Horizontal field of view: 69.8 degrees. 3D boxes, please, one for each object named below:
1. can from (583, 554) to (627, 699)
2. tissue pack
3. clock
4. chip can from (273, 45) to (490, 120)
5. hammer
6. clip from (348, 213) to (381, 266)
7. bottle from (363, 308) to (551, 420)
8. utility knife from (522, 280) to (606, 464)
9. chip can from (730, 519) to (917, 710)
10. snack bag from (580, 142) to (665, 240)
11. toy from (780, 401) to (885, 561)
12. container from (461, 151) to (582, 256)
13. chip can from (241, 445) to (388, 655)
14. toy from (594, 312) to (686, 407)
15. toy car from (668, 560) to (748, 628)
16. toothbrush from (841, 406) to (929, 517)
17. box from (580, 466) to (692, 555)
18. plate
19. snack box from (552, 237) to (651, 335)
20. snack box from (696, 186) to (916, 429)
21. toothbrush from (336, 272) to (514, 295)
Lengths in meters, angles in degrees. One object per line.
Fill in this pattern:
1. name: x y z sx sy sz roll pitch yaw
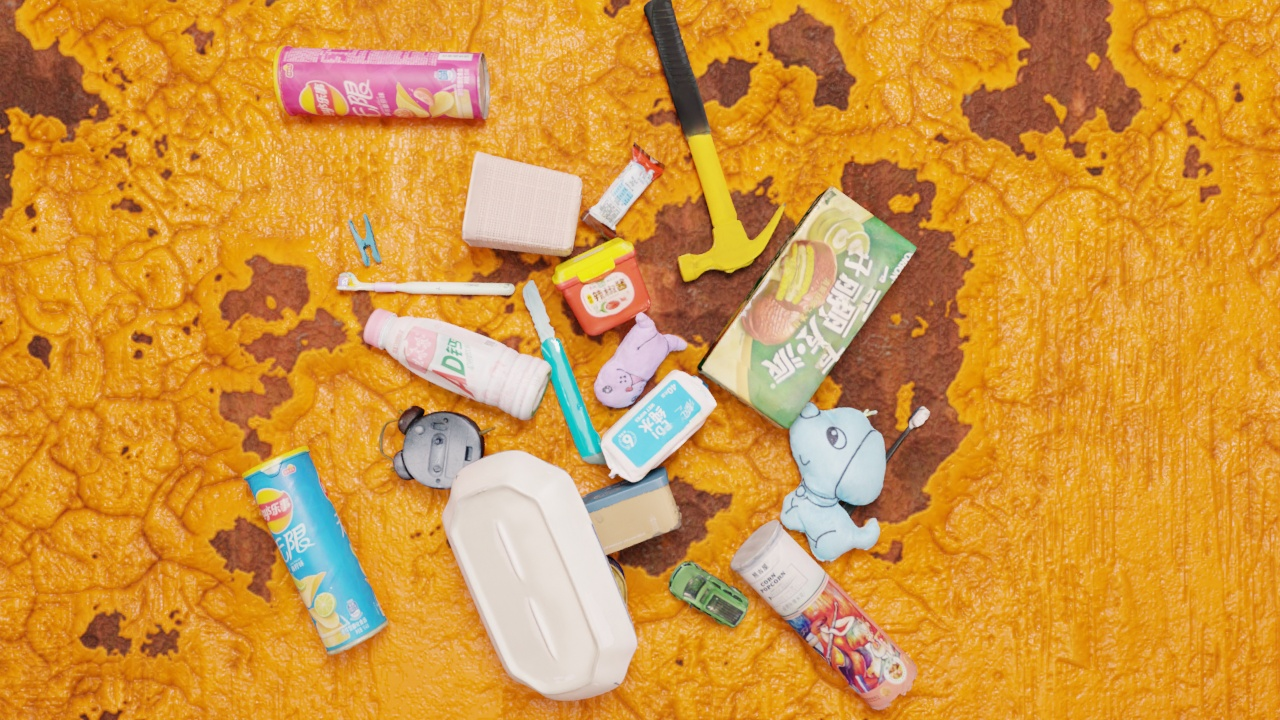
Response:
1. can: -0.055 0.283 0.984 0.074 0.049 0.148 12 91 -1
2. tissue pack: 0.017 0.069 0.962 0.140 0.090 0.063 -43 90 -1
3. clock: -0.219 0.091 0.977 0.122 0.055 0.082 7 91 0
4. chip can: -0.268 -0.290 0.963 0.210 0.071 0.071 2 91 -1
5. hammer: 0.063 -0.241 0.987 0.129 0.033 0.300 -18 91 -1
6. clip: -0.297 -0.130 0.994 0.042 0.014 0.056 -21 92 0
7. bottle: -0.195 -0.002 0.973 0.197 0.068 0.068 22 90 3
8. utility knife: -0.084 0.015 0.998 0.029 0.013 0.216 -20 93 0
9. chip can: 0.195 0.271 0.977 0.071 0.071 0.214 -45 92 0
10. snack bag: -0.018 -0.182 0.989 0.048 0.026 0.104 35 91 -21
11. toy: 0.210 0.123 0.983 0.161 0.050 0.156 45 92 4
12. container: -0.121 -0.157 0.959 0.111 0.090 0.090 10 90 -4
13. chip can: -0.342 0.199 0.969 0.071 0.071 0.210 -25 91 0
14. toy: -0.006 0.006 0.979 0.083 0.039 0.108 28 101 -42
15. toy car: 0.074 0.254 0.993 0.091 0.036 0.043 31 92 3
16. toothbrush: 0.258 0.123 1.003 0.015 0.018 0.181 38 92 -5
17. box: -0.037 0.167 0.963 0.184 0.090 0.061 -22 91 -1
18. plate: -0.108 0.220 0.906 0.162 0.034 0.265 -20 93 22
19. snack box: -0.038 -0.077 0.969 0.091 0.082 0.080 -26 105 0
20. snack box: 0.173 -0.055 0.975 0.114 0.063 0.240 36 90 -2
21. toothbrush: -0.231 -0.081 0.993 0.189 0.029 0.020 2 133 -2
